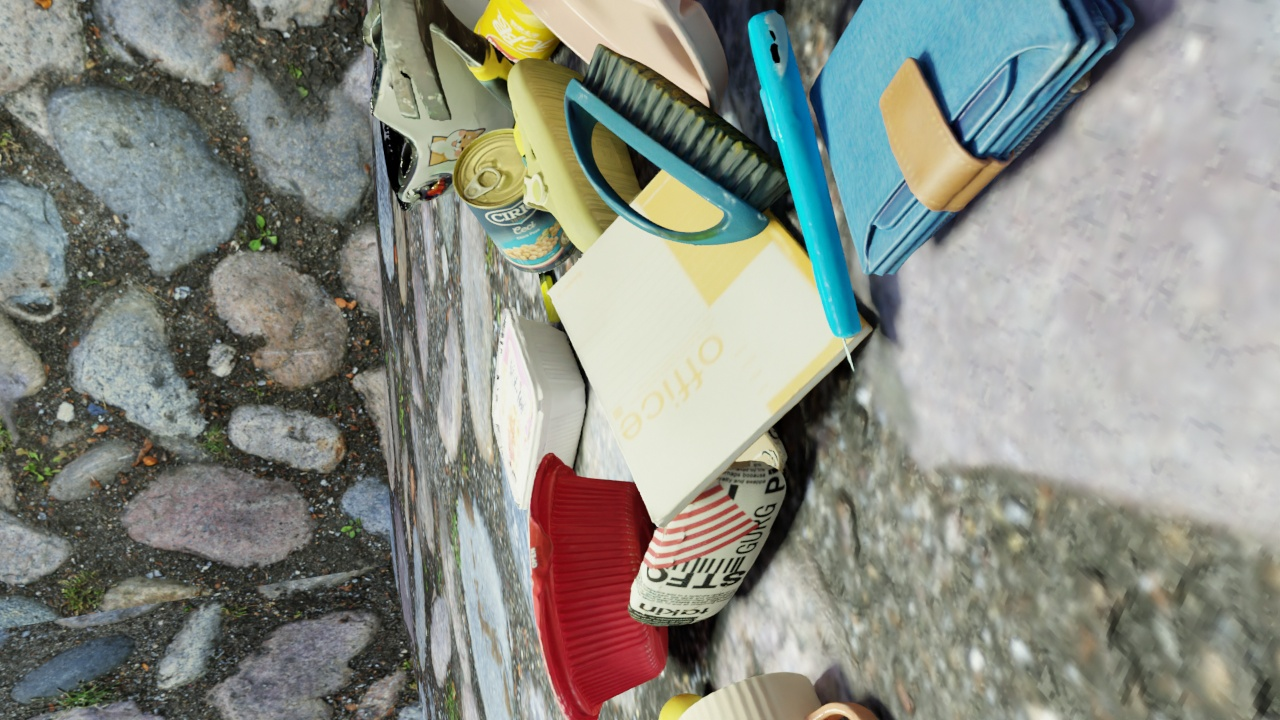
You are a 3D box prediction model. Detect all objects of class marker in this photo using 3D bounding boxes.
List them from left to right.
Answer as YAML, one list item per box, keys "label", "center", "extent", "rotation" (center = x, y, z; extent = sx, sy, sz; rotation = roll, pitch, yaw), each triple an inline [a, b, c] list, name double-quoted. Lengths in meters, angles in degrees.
- label: "marker"
  center: [-0.095, -0.087, 0.917]
  extent: [0.018, 0.015, 0.124]
  rotation: [111, 150, -49]

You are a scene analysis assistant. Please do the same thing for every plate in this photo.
- label: "plate"
  center: [-0.036, -0.218, 0.507]
  extent: [0.028, 0.229, 0.229]
  rotation: [-48, 28, -1]

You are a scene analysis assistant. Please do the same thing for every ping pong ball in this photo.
- label: "ping pong ball"
  center: [0.032, 0.248, 0.627]
  extent: [0.040, 0.040, 0.040]
  rotation: [174, 90, -70]

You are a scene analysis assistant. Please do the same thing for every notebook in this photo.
- label: "notebook"
  center: [0.023, -0.028, 0.509]
  extent: [0.146, 0.010, 0.206]
  rotation: [-46, 42, 17]

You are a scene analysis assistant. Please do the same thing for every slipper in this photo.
- label: "slipper"
  center: [-0.056, -0.137, 0.670]
  extent: [0.082, 0.091, 0.190]
  rotation: [-41, 58, 34]

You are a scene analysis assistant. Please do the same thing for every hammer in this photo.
- label: "hammer"
  center: [-0.115, -0.214, 0.663]
  extent: [0.323, 0.032, 0.126]
  rotation: [-26, -61, -83]

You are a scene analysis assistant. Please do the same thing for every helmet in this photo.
- label: "helmet"
  center: [-0.205, -0.288, 0.955]
  extent: [0.275, 0.156, 0.229]
  rotation: [101, 154, -63]

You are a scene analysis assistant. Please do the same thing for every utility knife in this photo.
- label: "utility knife"
  center: [0.075, -0.073, 0.406]
  extent: [0.034, 0.018, 0.159]
  rotation: [-1, -104, -82]

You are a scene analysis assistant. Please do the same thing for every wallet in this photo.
- label: "wallet"
  center: [0.108, -0.106, 0.338]
  extent: [0.133, 0.040, 0.106]
  rotation: [120, 144, -60]

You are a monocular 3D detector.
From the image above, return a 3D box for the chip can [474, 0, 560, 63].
- label: "chip can"
  center: [-0.081, -0.295, 0.741]
  extent: [0.214, 0.072, 0.072]
  rotation: [169, 95, -69]

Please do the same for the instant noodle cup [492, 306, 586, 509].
- label: "instant noodle cup"
  center: [-0.100, 0.046, 0.899]
  extent: [0.174, 0.060, 0.138]
  rotation: [106, 150, -43]

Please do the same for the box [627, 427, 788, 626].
- label: "box"
  center: [0.038, 0.089, 0.540]
  extent: [0.087, 0.076, 0.163]
  rotation: [-96, 15, -46]

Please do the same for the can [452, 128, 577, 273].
- label: "can"
  center: [-0.101, -0.131, 0.775]
  extent: [0.111, 0.075, 0.075]
  rotation: [60, -168, -62]

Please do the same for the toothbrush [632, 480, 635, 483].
- label: "toothbrush"
  center: [0.025, 0.076, 0.637]
  extent: [0.018, 0.016, 0.192]
  rotation: [69, 156, 11]

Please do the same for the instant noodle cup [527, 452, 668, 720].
- label: "instant noodle cup"
  center: [-0.023, 0.156, 0.645]
  extent: [0.193, 0.066, 0.194]
  rotation: [-9, -91, -82]

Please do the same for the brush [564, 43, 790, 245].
- label: "brush"
  center: [0.010, -0.108, 0.492]
  extent: [0.144, 0.055, 0.073]
  rotation: [41, 105, 24]

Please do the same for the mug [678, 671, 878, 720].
- label: "mug"
  center: [0.079, 0.214, 0.455]
  extent: [0.115, 0.081, 0.105]
  rotation: [-48, 44, 28]
